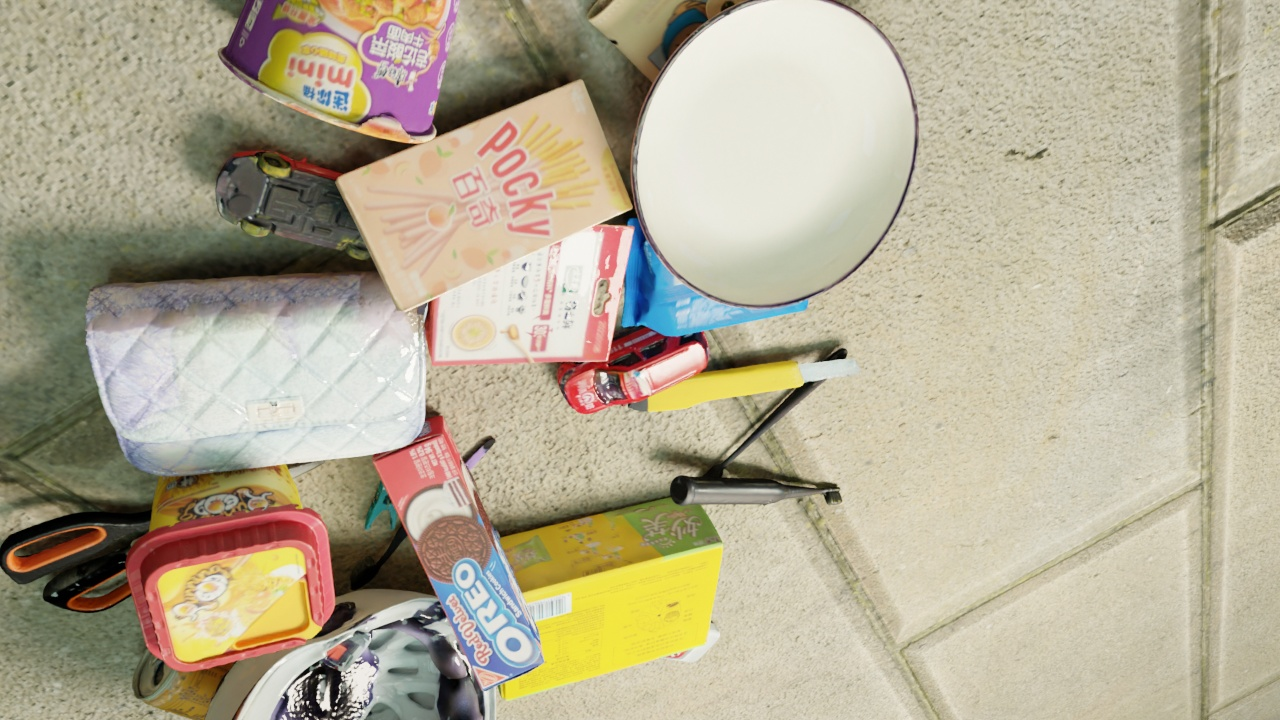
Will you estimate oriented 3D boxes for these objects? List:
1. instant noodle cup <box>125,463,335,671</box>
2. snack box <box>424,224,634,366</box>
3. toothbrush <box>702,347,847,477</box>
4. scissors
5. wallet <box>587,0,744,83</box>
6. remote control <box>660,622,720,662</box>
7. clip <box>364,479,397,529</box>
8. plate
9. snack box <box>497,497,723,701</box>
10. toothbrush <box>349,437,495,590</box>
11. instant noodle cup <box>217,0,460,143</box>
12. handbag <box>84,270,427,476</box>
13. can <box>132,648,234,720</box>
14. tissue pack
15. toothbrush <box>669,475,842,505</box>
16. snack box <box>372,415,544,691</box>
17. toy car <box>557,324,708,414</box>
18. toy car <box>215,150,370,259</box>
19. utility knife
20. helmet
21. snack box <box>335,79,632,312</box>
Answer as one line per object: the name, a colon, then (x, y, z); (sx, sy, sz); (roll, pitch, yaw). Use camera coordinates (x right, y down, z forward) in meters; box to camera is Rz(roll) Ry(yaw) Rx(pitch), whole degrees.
instant noodle cup: (-0.274, 0.121, 0.617); (0.116, 0.123, 0.116); (-9, 126, -23)
snack box: (-0.078, -0.054, 0.621); (0.127, 0.044, 0.113); (-2, 128, -20)
toothbrush: (0.119, 0.054, 0.814); (0.018, 0.015, 0.181); (25, 116, -39)
scissors: (-0.343, 0.125, 0.687); (0.233, 0.021, 0.163); (-8, 134, -23)
wallet: (0.036, -0.203, 0.558); (0.087, 0.024, 0.115); (-39, 132, 19)
remote control: (0.023, 0.294, 0.975); (0.136, 0.020, 0.056); (21, 117, -34)
clip: (-0.205, 0.115, 0.735); (0.040, 0.014, 0.056); (4, 126, -26)
plate: (0.082, -0.129, 0.577); (0.192, 0.039, 0.193); (-7, 114, -16)
snack box: (-0.037, 0.219, 0.849); (0.209, 0.070, 0.158); (-11, 131, -17)
toothbrush: (-0.182, 0.126, 0.757); (0.189, 0.016, 0.014); (-46, 142, 14)
instant noodle cup: (-0.139, -0.177, 0.457); (0.111, 0.111, 0.099); (14, 112, -31)
handbag: (-0.233, 0.006, 0.588); (0.193, 0.075, 0.134); (-7, 130, -18)
can: (-0.353, 0.284, 0.787); (0.058, 0.058, 0.146); (-36, 132, 9)
tissue pack: (0.059, -0.074, 0.656); (0.157, 0.052, 0.095); (-11, 130, -13)
toothbrush: (0.116, 0.123, 0.852); (0.212, 0.027, 0.026); (8, 142, -37)
snack box: (-0.136, 0.148, 0.702); (0.057, 0.058, 0.207); (-22, 106, -7)
toy car: (-0.004, 0.004, 0.703); (0.120, 0.045, 0.053); (-23, 132, 0)
toy car: (-0.196, -0.095, 0.547); (0.106, 0.031, 0.049); (9, 123, -33)
utility knife: (0.089, 0.018, 0.765); (0.206, 0.015, 0.033); (-7, 127, -11)
helmet: (-0.248, 0.294, 0.754); (0.258, 0.146, 0.229); (-15, 105, -43)
snack box: (-0.090, -0.099, 0.547); (0.157, 0.026, 0.084); (-27, 105, -14)
